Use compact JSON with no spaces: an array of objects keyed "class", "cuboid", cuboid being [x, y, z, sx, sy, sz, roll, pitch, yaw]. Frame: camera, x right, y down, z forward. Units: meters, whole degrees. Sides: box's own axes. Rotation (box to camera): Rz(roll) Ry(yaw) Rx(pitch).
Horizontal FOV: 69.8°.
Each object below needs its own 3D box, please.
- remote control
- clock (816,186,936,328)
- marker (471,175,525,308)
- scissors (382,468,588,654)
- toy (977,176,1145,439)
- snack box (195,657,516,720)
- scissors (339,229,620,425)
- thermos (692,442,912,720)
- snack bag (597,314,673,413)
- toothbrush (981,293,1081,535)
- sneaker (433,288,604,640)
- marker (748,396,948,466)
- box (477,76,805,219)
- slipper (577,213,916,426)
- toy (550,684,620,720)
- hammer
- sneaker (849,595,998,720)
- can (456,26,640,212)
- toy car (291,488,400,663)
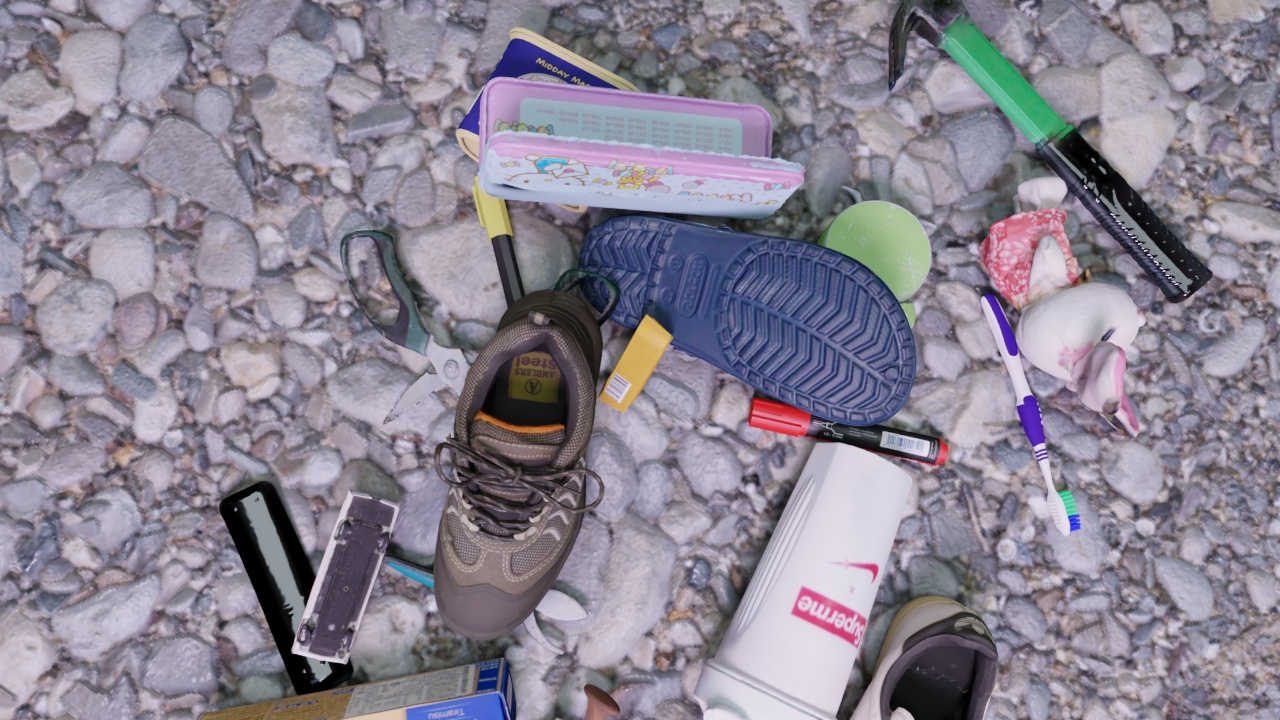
[{"class":"remote control","cuboid":[-0.247,0.159,0.637,0.041,0.020,0.152,-25,84,-8]},{"class":"clock","cuboid":[0.168,-0.069,0.683,0.094,0.042,0.119,22,80,3]},{"class":"marker","cuboid":[-0.103,-0.080,0.687,0.021,0.017,0.123,-19,81,28]},{"class":"scissors","cuboid":[-0.113,0.147,0.646,0.124,0.019,0.155,-19,80,-5]},{"class":"toy","cuboid":[0.305,-0.039,0.655,0.084,0.159,0.194,-23,63,24]},{"class":"snack box","cuboid":[-0.185,0.248,0.599,0.206,0.056,0.057,-9,97,-4]},{"class":"scissors","cuboid":[-0.122,-0.037,0.659,0.202,0.015,0.201,-32,81,8]},{"class":"thermos","cuboid":[0.108,0.166,0.615,0.099,0.099,0.220,24,76,2]},{"class":"snack bag","cuboid":[-0.004,0.004,0.643,0.026,0.099,0.020,35,48,5]},{"class":"toothbrush","cuboid":[0.289,0.037,0.682,0.016,0.015,0.186,-13,80,-8]},{"class":"sneaker","cuboid":[-0.074,0.074,0.567,0.101,0.143,0.238,12,93,-3]},{"class":"marker","cuboid":[0.152,0.053,0.670,0.145,0.021,0.023,13,42,0]},{"class":"box","cuboid":[0.000,-0.145,0.617,0.214,0.093,0.089,2,90,-15]},{"class":"slipper","cuboid":[0.076,-0.041,0.649,0.253,0.095,0.105,23,97,19]},{"class":"toy","cuboid":[-0.058,0.268,0.613,0.054,0.042,0.102,25,86,-32]},{"class":"hammer","cuboid":[0.319,-0.174,0.714,0.130,0.032,0.318,-39,84,-9]},{"class":"sneaker","cuboid":[0.167,0.268,0.591,0.089,0.102,0.241,29,81,2]},{"class":"can","cuboid":[-0.068,-0.177,0.687,0.116,0.056,0.092,28,81,3]},{"class":"toy car","cuboid":[-0.203,0.147,0.632,0.039,0.039,0.113,22,79,-26]}]
